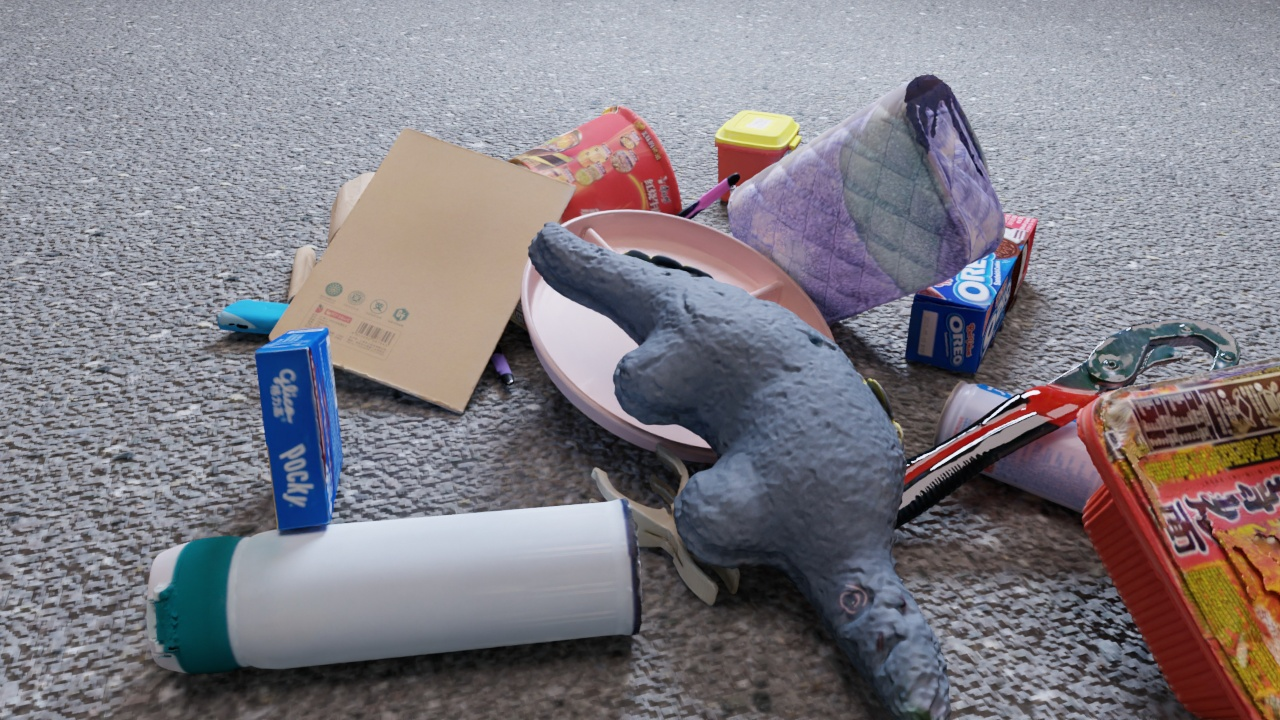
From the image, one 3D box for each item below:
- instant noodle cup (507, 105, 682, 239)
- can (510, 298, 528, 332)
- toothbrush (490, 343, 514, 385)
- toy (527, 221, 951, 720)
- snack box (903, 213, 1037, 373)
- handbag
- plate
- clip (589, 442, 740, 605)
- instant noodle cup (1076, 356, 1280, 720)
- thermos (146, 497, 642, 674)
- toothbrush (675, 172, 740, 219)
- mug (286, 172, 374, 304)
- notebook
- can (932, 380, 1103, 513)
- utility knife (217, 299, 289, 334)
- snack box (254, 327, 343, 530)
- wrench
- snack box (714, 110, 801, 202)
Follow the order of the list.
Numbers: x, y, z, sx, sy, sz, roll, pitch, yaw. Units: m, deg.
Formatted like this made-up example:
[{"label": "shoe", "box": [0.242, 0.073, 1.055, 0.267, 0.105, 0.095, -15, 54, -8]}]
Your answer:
[{"label": "instant noodle cup", "box": [-0.046, -0.134, 0.783, 0.108, 0.138, 0.138, -25, 40, -24]}, {"label": "can", "box": [-0.073, -0.048, 0.701, 0.058, 0.059, 0.116, -23, 40, -35]}, {"label": "toothbrush", "box": [-0.124, -0.032, 0.709, 0.014, 0.017, 0.189, -12, 33, -17]}, {"label": "toy", "box": [0.066, 0.035, 0.503, 0.137, 0.092, 0.356, -11, 50, -33]}, {"label": "snack box", "box": [0.272, -0.061, 0.746, 0.057, 0.058, 0.206, 16, 34, 26]}, {"label": "handbag", "box": [0.160, -0.106, 0.679, 0.075, 0.134, 0.194, -27, 3, -38]}, {"label": "plate", "box": [0.028, -0.020, 0.631, 0.229, 0.028, 0.229, 13, 45, -13]}, {"label": "clip", "box": [0.004, 0.092, 0.506, 0.092, 0.035, 0.103, -1, 39, -13]}, {"label": "instant noodle cup", "box": [0.299, 0.097, 0.435, 0.164, 0.079, 0.188, -8, 60, -17]}, {"label": "thermos", "box": [-0.115, 0.108, 0.442, 0.224, 0.073, 0.073, -3, 32, -8]}, {"label": "toothbrush", "box": [0.006, -0.096, 0.749, 0.189, 0.014, 0.018, -38, 29, -6]}, {"label": "mug", "box": [-0.232, -0.091, 0.756, 0.124, 0.084, 0.103, -29, 34, 1]}, {"label": "notebook", "box": [-0.153, -0.073, 0.670, 0.148, 0.008, 0.207, 20, 63, 5]}, {"label": "can", "box": [0.251, 0.058, 0.555, 0.135, 0.053, 0.053, 23, 37, 29]}, {"label": "utility knife", "box": [-0.214, -0.024, 0.693, 0.199, 0.018, 0.034, 6, 29, 0]}, {"label": "snack box", "box": [-0.179, 0.029, 0.490, 0.026, 0.084, 0.157, -6, 7, -15]}, {"label": "wrench", "box": [0.219, 0.041, 0.531, 0.273, 0.016, 0.056, -25, 46, -4]}, {"label": "snack box", "box": [0.121, -0.207, 0.951, 0.082, 0.080, 0.091, 12, 33, 17]}]
